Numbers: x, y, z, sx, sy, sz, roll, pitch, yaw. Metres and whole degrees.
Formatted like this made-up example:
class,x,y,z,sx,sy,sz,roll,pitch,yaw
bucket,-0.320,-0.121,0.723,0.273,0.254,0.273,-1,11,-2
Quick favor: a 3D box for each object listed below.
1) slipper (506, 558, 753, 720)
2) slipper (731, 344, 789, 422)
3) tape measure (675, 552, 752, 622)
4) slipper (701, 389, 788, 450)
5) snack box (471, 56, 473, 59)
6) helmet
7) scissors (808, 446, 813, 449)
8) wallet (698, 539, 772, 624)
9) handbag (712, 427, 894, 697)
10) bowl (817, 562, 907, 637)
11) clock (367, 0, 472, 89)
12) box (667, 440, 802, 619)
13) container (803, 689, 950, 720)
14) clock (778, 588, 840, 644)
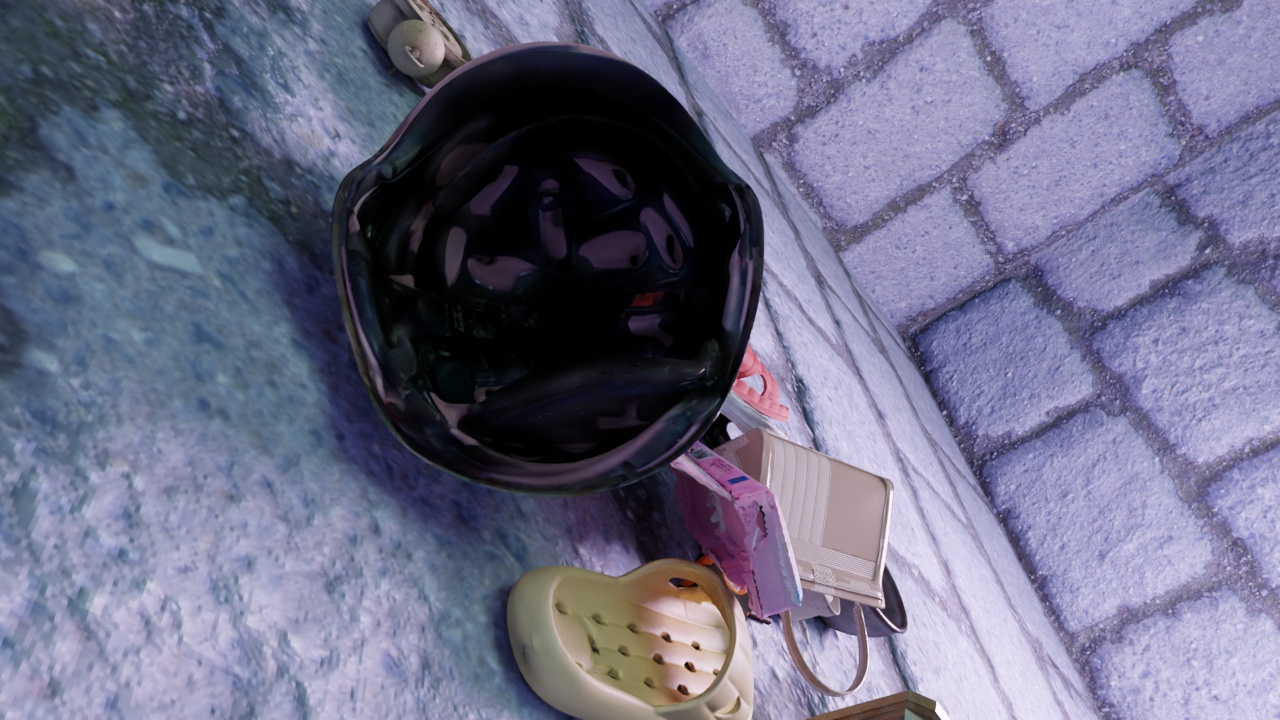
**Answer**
class,x,y,z,sx,sy,sz,roll,pitch,yaw
slipper,0.023,0.177,0.573,0.261,0.079,0.111,32,34,-50
slipper,0.071,-0.006,0.946,0.248,0.059,0.104,32,-8,-38
tape measure,0.060,0.179,0.720,0.058,0.038,0.058,48,31,-3
slipper,0.101,0.082,0.898,0.111,0.063,0.264,39,-4,19
snack box,-0.140,-0.247,0.929,0.147,0.025,0.080,35,28,-47
helmet,-0.048,-0.046,0.543,0.152,0.230,0.255,99,-17,-80
scissors,0.198,0.153,0.921,0.118,0.014,0.161,56,16,-4
wallet,0.077,0.170,0.810,0.091,0.018,0.115,36,29,-46
handbag,0.149,0.175,0.759,0.175,0.062,0.197,22,51,-35
bowl,0.211,0.229,0.959,0.145,0.067,0.144,47,21,-25
clock,-0.196,-0.274,0.796,0.093,0.055,0.140,45,15,-29
box,0.038,0.082,0.664,0.160,0.062,0.230,53,-5,-10
container,0.193,0.334,0.622,0.250,0.158,0.185,54,30,-8
clock,0.142,0.181,0.876,0.156,0.061,0.103,-91,155,-52
